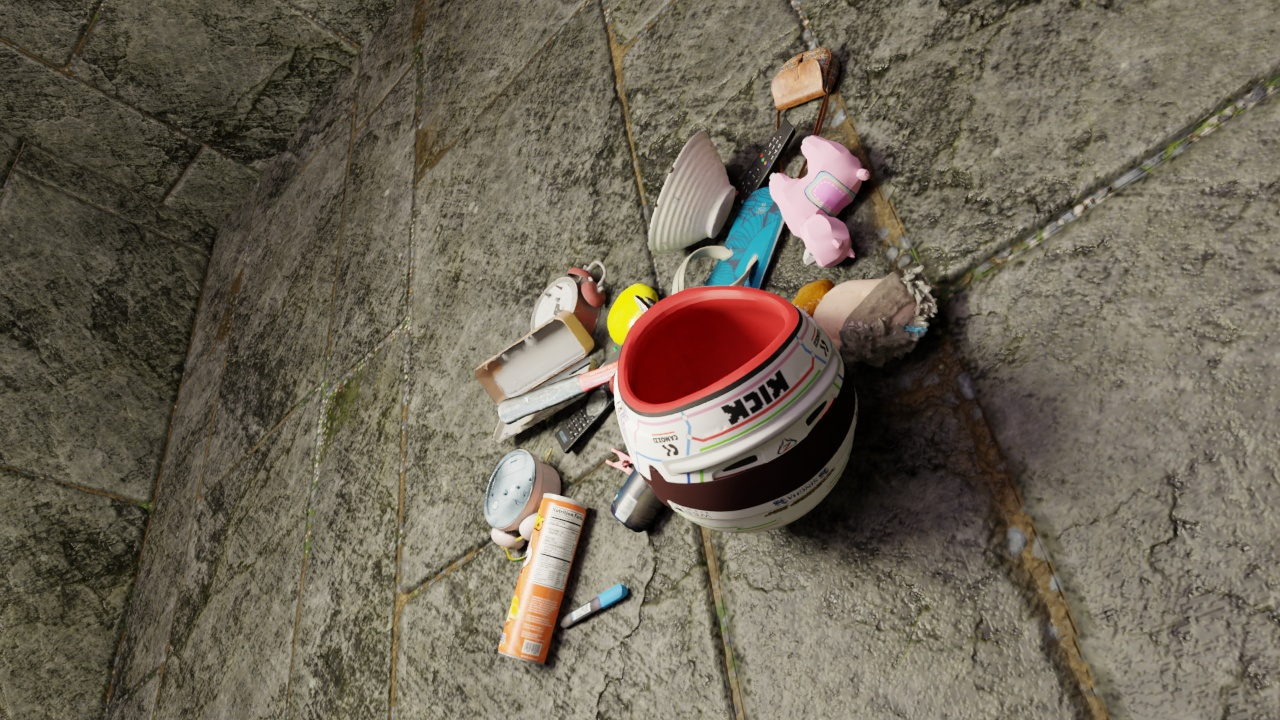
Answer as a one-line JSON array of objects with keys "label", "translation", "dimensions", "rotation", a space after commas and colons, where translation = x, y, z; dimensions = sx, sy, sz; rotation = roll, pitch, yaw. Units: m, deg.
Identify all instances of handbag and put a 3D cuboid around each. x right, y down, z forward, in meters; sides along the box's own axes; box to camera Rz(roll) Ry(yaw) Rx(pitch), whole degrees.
[{"label": "handbag", "translation": [0.205, -0.319, 1.209], "dimensions": [0.094, 0.043, 0.195], "rotation": [-6, 68, 50]}]

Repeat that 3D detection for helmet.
[{"label": "helmet", "translation": [0.101, 0.060, 0.932], "dimensions": [0.231, 0.236, 0.314], "rotation": [-33, 23, -5]}]

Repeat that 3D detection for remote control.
[{"label": "remote control", "translation": [-0.066, 0.071, 1.302], "dimensions": [0.140, 0.021, 0.045], "rotation": [-48, 41, 11]}, {"label": "remote control", "translation": [0.165, -0.261, 1.218], "dimensions": [0.125, 0.010, 0.039], "rotation": [-56, 39, 29]}]

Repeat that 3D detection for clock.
[{"label": "clock", "translation": [-0.167, 0.207, 1.307], "dimensions": [0.117, 0.058, 0.157], "rotation": [-28, 49, 38]}, {"label": "clock", "translation": [-0.109, -0.088, 1.416], "dimensions": [0.157, 0.062, 0.110], "rotation": [-52, 38, 13]}]

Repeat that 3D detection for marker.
[{"label": "marker", "translation": [-0.059, 0.310, 1.154], "dimensions": [0.123, 0.015, 0.018], "rotation": [-37, 47, 33]}]

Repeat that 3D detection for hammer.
[{"label": "hammer", "translation": [-0.079, 0.021, 1.255], "dimensions": [0.327, 0.036, 0.140], "rotation": [-21, 75, 36]}]

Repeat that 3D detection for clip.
[{"label": "clip", "translation": [-0.019, 0.129, 1.213], "dimensions": [0.059, 0.022, 0.039], "rotation": [26, 86, 48]}]

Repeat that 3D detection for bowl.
[{"label": "bowl", "translation": [0.081, -0.212, 1.234], "dimensions": [0.071, 0.177, 0.177], "rotation": [25, 88, 12]}]

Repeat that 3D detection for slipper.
[{"label": "slipper", "translation": [0.100, -0.098, 1.178], "dimensions": [0.118, 0.060, 0.295], "rotation": [27, 90, 49]}]

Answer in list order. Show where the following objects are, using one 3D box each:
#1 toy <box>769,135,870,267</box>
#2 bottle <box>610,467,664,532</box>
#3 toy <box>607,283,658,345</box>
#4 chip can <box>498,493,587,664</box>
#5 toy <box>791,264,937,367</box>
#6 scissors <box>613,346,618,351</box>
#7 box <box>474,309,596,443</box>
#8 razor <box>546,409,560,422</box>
[{"label": "toy", "translation": [0.218, -0.187, 1.088], "dimensions": [0.123, 0.067, 0.157], "rotation": [-46, 44, 19]}, {"label": "bottle", "translation": [0.025, 0.135, 1.127], "dimensions": [0.161, 0.056, 0.056], "rotation": [-57, 37, 8]}, {"label": "toy", "translation": [-0.012, -0.066, 1.305], "dimensions": [0.094, 0.041, 0.095], "rotation": [-18, 54, 45]}, {"label": "chip can", "translation": [-0.127, 0.286, 1.209], "dimensions": [0.062, 0.062, 0.210], "rotation": [-3, 66, 49]}, {"label": "toy", "translation": [0.232, -0.046, 0.977], "dimensions": [0.132, 0.076, 0.176], "rotation": [-40, 33, -18]}, {"label": "scissors", "translation": [-0.020, 0.015, 1.276], "dimensions": [0.078, 0.013, 0.132], "rotation": [-42, 37, -1]}, {"label": "box", "translation": [-0.164, 0.029, 1.372], "dimensions": [0.218, 0.121, 0.094], "rotation": [-30, 7, 36]}, {"label": "razor", "translation": [-0.088, 0.041, 1.345], "dimensions": [0.144, 0.021, 0.044], "rotation": [-37, 28, 31]}]
